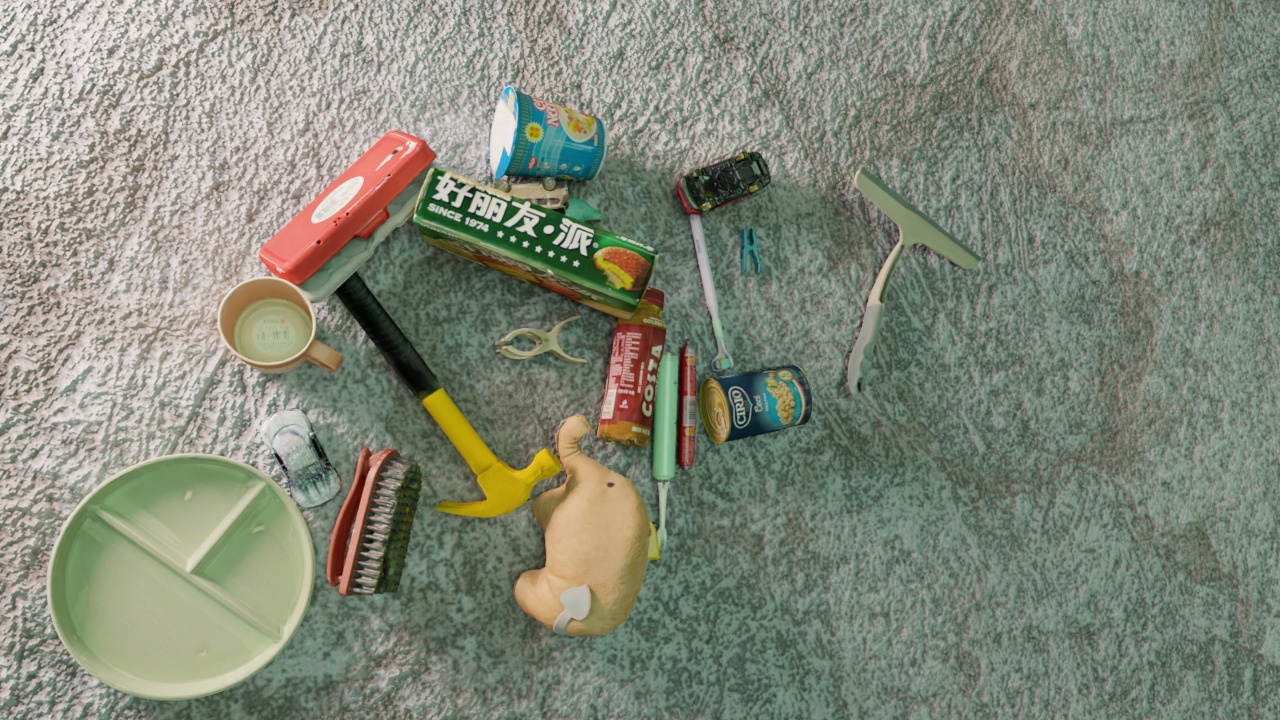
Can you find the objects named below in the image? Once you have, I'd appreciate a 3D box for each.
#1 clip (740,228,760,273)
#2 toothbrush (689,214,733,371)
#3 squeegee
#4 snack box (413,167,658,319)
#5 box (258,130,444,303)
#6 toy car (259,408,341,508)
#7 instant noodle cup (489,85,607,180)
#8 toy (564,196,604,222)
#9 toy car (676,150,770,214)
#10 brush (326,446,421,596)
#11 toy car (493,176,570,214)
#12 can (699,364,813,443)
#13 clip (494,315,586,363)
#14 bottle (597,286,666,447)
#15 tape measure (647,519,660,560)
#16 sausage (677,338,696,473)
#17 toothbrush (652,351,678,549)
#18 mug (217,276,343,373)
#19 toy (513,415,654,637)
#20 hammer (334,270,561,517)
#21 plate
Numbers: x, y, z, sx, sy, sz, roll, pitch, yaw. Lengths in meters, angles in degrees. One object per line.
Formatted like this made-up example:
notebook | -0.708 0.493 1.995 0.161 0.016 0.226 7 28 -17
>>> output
clip | 0.131 -0.132 1.102 0.041 0.014 0.056 -1 86 -19
toothbrush | 0.080 -0.081 1.077 0.021 0.029 0.189 -3 82 -59
squeegee | 0.299 -0.070 1.137 0.246 0.039 0.246 26 82 -31
snack box | -0.106 -0.117 0.945 0.240 0.114 0.063 21 84 -3
box | -0.291 -0.148 0.940 0.201 0.091 0.068 -50 139 -17
toy car | -0.339 0.096 0.915 0.048 0.031 0.105 -28 92 -19
instant noodle cup | -0.099 -0.239 1.002 0.109 0.099 0.099 4 83 -26
toy | -0.100 -0.150 1.020 0.096 0.030 0.091 28 74 -4
toy car | 0.096 -0.207 1.081 0.120 0.045 0.053 -23 89 -24
brush | -0.268 0.159 0.916 0.069 0.063 0.145 9 83 16
toy car | -0.122 -0.174 0.990 0.090 0.042 0.035 -1 74 -1
can | 0.133 0.048 1.050 0.111 0.075 0.075 -10 87 -19
clip | -0.108 -0.016 1.003 0.098 0.034 0.064 -3 84 -27
bottle | -0.006 0.006 1.018 0.057 0.057 0.174 12 80 -16
tape measure | -0.010 0.195 1.010 0.060 0.029 0.057 -7 86 -7
sausage | 0.054 0.052 1.053 0.020 0.020 0.155 4 83 -18
toothbrush | 0.027 0.100 1.035 0.026 0.027 0.224 0 83 15
mug | -0.342 -0.023 0.887 0.114 0.106 0.081 29 76 -13
toy | -0.053 0.174 0.961 0.143 0.082 0.225 8 81 12
hammer | -0.218 0.034 0.946 0.129 0.033 0.300 -37 91 3
plate | -0.431 0.203 0.875 0.230 0.027 0.230 2 83 -17
